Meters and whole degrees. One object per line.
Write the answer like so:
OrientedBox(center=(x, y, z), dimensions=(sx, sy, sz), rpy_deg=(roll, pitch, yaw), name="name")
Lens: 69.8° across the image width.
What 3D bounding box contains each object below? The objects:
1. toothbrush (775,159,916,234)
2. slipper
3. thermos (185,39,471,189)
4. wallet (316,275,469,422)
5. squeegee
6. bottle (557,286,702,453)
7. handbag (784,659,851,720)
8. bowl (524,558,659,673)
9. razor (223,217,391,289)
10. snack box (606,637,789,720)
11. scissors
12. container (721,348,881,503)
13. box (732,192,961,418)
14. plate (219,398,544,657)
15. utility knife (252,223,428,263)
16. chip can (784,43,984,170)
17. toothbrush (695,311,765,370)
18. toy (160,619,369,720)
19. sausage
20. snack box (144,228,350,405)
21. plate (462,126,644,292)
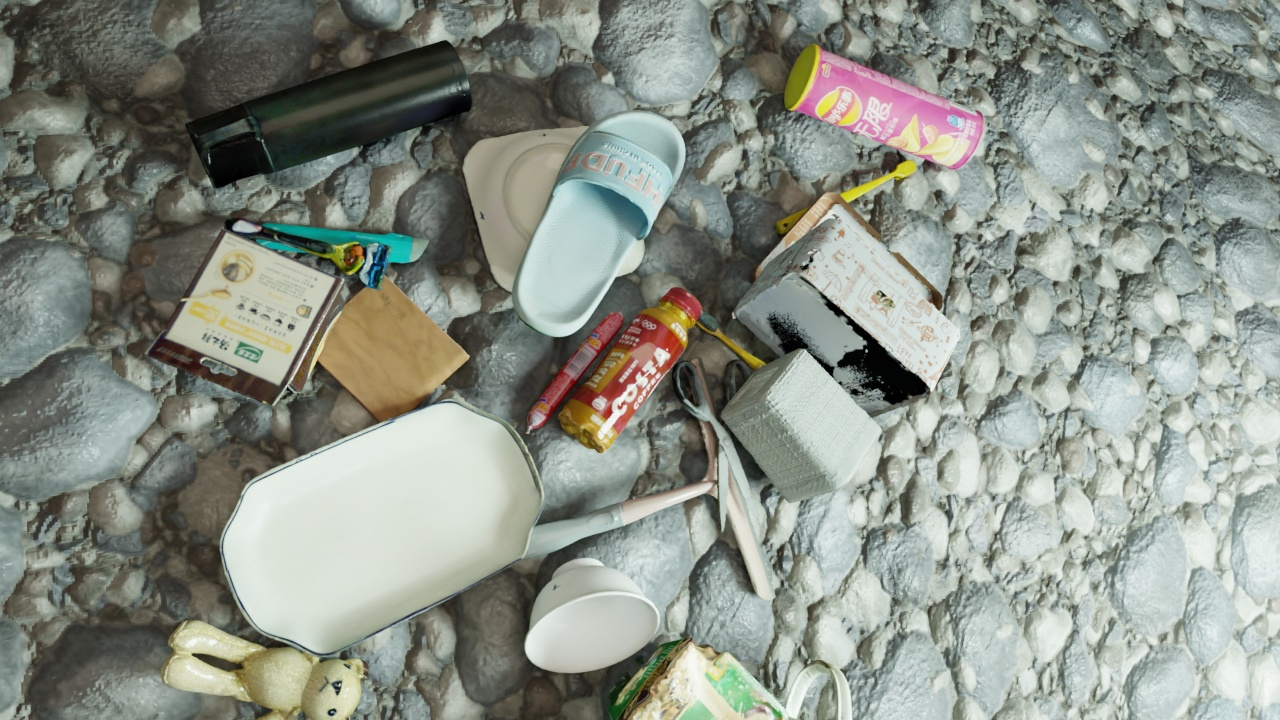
OrientedBox(center=(0.225, -0.178, 1.001), dimensions=(0.189, 0.017, 0.015), rpy_deg=(-27, 89, -18), name="toothbrush")
OrientedBox(center=(-0.039, -0.135, 0.845), dimensions=(0.104, 0.074, 0.245), rpy_deg=(30, 73, -8), name="slipper")
OrientedBox(center=(-0.272, -0.221, 0.821), dimensions=(0.242, 0.090, 0.068), rpy_deg=(-26, 104, -20), name="thermos")
OrientedBox(center=(-0.231, -0.009, 0.829), dimensions=(0.115, 0.020, 0.101), rpy_deg=(44, 69, -2), name="wallet")
OrientedBox(center=(-0.011, 0.141, 0.854), dimensions=(0.249, 0.040, 0.247), rpy_deg=(-15, 84, -18), name="squeegee")
OrientedBox(center=(-0.005, 0.005, 0.872), dimensions=(0.057, 0.058, 0.174), rpy_deg=(40, 70, -6), name="bottle")
OrientedBox(center=(0.137, 0.346, 0.791), dimensions=(0.063, 0.164, 0.178), rpy_deg=(40, 70, -8), name="handbag")
OrientedBox(center=(-0.048, 0.214, 0.806), dimensions=(0.118, 0.118, 0.064), rpy_deg=(-2, 42, -17), name="bowl")
OrientedBox(center=(-0.296, -0.103, 0.814), dimensions=(0.142, 0.022, 0.042), rpy_deg=(15, 80, -11), name="razor")
OrientedBox(center=(0.039, 0.310, 0.800), dimensions=(0.117, 0.106, 0.118), rpy_deg=(47, 71, -6), name="snack box")
OrientedBox(center=(0.081, 0.072, 0.891), dimensions=(0.159, 0.014, 0.175), rpy_deg=(41, 55, -15), name="scissors")
OrientedBox(center=(0.150, 0.060, 0.879), dimensions=(0.114, 0.090, 0.090), rpy_deg=(49, 55, -7), name="container")
OrientedBox(center=(0.222, -0.068, 0.912), dimensions=(0.183, 0.157, 0.192), rpy_deg=(41, 64, -8), name="box")
OrientedBox(center=(-0.215, 0.139, 0.787), dimensions=(0.265, 0.034, 0.162), rpy_deg=(-24, 83, -23), name="plate")
OrientedBox(center=(-0.275, -0.108, 0.839), dimensions=(0.157, 0.013, 0.029), rpy_deg=(5, 76, -13), name="utility knife")
OrientedBox(center=(0.267, -0.274, 1.003), dimensions=(0.210, 0.071, 0.071), rpy_deg=(17, 75, -13), name="chip can")
OrientedBox(center=(0.128, 0.010, 0.932), dimensions=(0.191, 0.018, 0.016), rpy_deg=(38, 73, -6), name="toothbrush")
OrientedBox(center=(-0.297, 0.250, 0.731), dimensions=(0.157, 0.066, 0.105), rpy_deg=(23, 56, -19), name="toy")
OrientedBox(center=(-0.063, 0.008, 0.875), dimensions=(0.020, 0.020, 0.155), rpy_deg=(40, 71, -6), name="sausage")
OrientedBox(center=(-0.328, -0.033, 0.778), dimensions=(0.113, 0.053, 0.125), rpy_deg=(23, 75, -2), name="snack box")
OrientedBox(center=(-0.079, -0.153, 0.895), dimensions=(0.164, 0.034, 0.163), rpy_deg=(-14, 83, -20), name="plate")
